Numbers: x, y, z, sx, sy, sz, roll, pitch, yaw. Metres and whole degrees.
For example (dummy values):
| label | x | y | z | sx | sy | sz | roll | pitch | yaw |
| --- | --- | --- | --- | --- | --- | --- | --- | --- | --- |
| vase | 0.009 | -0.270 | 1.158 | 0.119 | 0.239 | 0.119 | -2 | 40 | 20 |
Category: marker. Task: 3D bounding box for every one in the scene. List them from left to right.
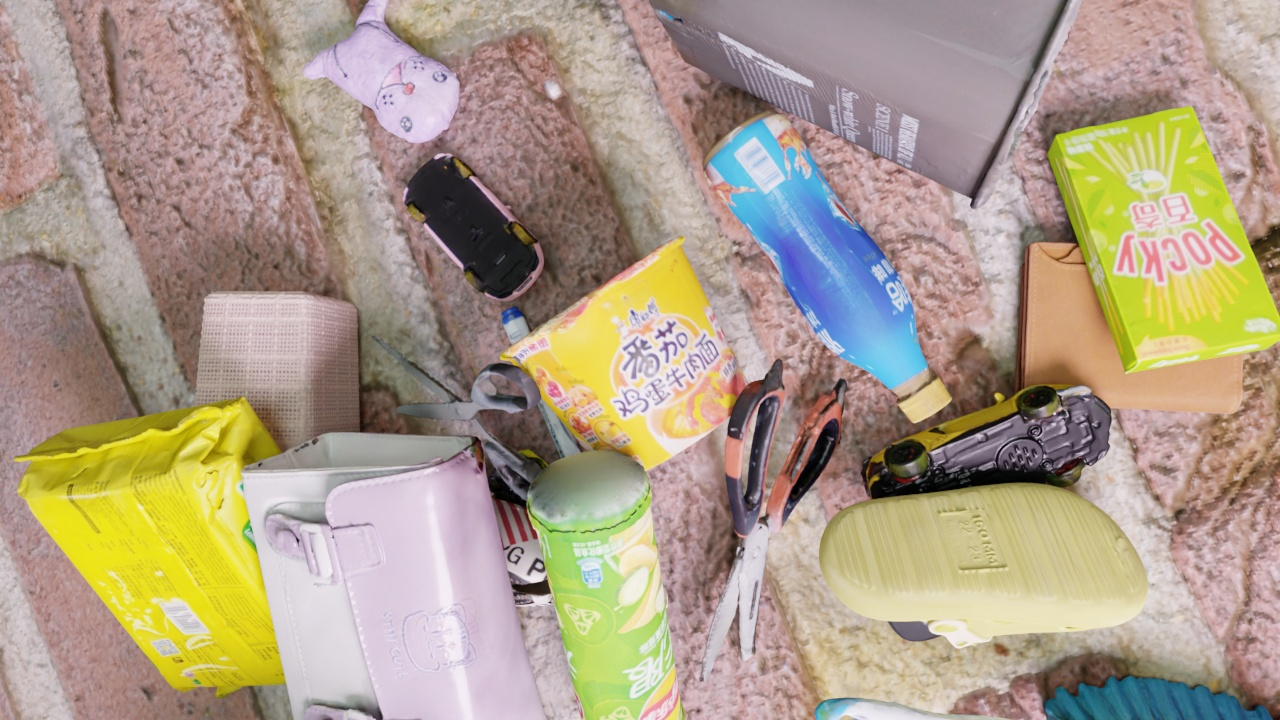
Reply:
| label | x | y | z | sx | sy | sz | roll | pitch | yaw |
| --- | --- | --- | --- | --- | --- | --- | --- | --- | --- |
| marker | -0.065 | 0.031 | 0.648 | 0.017 | 0.017 | 0.145 | -24 | 87 | 8 |

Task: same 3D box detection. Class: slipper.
| label | x | y | z | sx | sy | sz | roll | pitch | yaw |
| --- | --- | --- | --- | --- | --- | --- | --- | --- | --- |
| slipper | 0.200 | 0.128 | 0.557 | 0.190 | 0.082 | 0.091 | 1 | 51 | -2 |

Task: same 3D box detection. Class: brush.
| label | x | y | z | sx | sy | sz | roll | pitch | yaw |
| --- | --- | --- | --- | --- | --- | --- | --- | --- | --- |
| brush | 0.261 | 0.226 | 0.554 | 0.315 | 0.109 | 0.060 | 10 | 95 | 8 |

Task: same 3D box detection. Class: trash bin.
| label | x | y | z | sx | sy | sz | roll | pitch | yaw |
| --- | --- | --- | --- | --- | --- | --- | --- | --- | --- |
| trash bin | 0.141 | -0.223 | 0.530 | 0.220 | 0.199 | 0.198 | 23 | 93 | 14 |

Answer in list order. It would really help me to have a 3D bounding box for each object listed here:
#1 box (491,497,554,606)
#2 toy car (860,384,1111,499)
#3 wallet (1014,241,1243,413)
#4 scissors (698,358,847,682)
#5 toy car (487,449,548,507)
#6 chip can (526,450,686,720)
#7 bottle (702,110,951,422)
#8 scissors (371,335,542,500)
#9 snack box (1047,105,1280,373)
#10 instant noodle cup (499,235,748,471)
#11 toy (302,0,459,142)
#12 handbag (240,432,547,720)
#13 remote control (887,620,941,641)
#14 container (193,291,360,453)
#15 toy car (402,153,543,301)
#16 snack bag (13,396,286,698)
| label | x | y | z | sx | sy | sz | roll | pitch | yaw |
| --- | --- | --- | --- | --- | --- | --- | --- | --- | --- |
| box | -0.121 | 0.139 | 0.620 | 0.164 | 0.074 | 0.081 | 10 | 118 | 21 |
| toy car | 0.221 | 0.063 | 0.586 | 0.156 | 0.041 | 0.071 | -26 | 114 | 12 |
| wallet | 0.310 | -0.022 | 0.583 | 0.132 | 0.031 | 0.108 | 3 | 93 | 7 |
| scissors | 0.081 | 0.100 | 0.592 | 0.015 | 0.190 | 0.221 | 23 | 66 | 40 |
| toy car | -0.062 | 0.109 | 0.638 | 0.048 | 0.032 | 0.105 | -40 | 83 | 29 |
| chip can | -0.017 | 0.158 | 0.566 | 0.072 | 0.072 | 0.221 | -4 | 120 | 9 |
| bottle | 0.125 | -0.058 | 0.593 | 0.065 | 0.065 | 0.218 | -36 | 86 | 8 |
| scissors | -0.114 | 0.036 | 0.607 | 0.182 | 0.014 | 0.159 | -24 | 102 | 52 |
| snack box | 0.314 | -0.075 | 0.556 | 0.086 | 0.026 | 0.156 | -11 | 71 | 5 |
| instant noodle cup | -0.003 | 0.003 | 0.584 | 0.138 | 0.138 | 0.110 | -32 | 94 | 8 |
| toy | -0.173 | -0.201 | 0.649 | 0.108 | 0.039 | 0.084 | 41 | 90 | 7 |
| handbag | -0.146 | 0.147 | 0.549 | 0.145 | 0.098 | 0.197 | -5 | 101 | 21 |
| remote control | 0.222 | 0.137 | 0.601 | 0.136 | 0.024 | 0.053 | -30 | 85 | 7 |
| container | -0.251 | 0.010 | 0.642 | 0.090 | 0.090 | 0.111 | 1 | 88 | 9 |
| toy car | -0.116 | -0.093 | 0.645 | 0.056 | 0.037 | 0.122 | -44 | 72 | 4 |
| snack bag | -0.285 | 0.137 | 0.608 | 0.158 | 0.068 | 0.247 | -10 | 122 | 16 |
